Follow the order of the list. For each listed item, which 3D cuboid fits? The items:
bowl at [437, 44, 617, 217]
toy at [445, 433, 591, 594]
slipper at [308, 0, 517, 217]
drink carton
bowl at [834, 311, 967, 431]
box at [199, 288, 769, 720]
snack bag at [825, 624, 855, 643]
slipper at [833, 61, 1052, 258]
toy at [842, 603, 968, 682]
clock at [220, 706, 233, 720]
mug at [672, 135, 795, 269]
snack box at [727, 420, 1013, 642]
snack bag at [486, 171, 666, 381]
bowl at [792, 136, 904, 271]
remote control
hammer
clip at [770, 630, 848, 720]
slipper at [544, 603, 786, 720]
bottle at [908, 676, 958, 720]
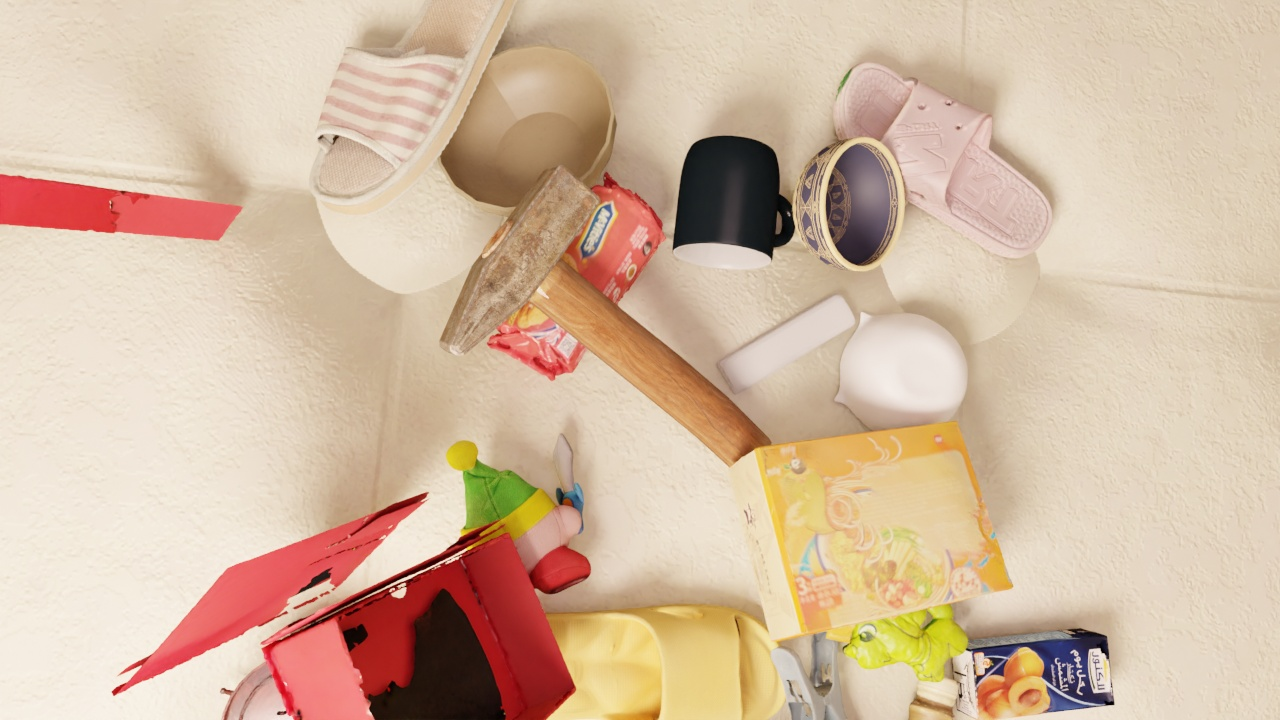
[{"bbox_3d":[-0.090,-0.183,0.766,0.152,0.050,0.152,-4,73,11],"label":"bowl"},{"bbox_3d":[-0.099,0.126,0.728,0.124,0.097,0.131,-26,69,0],"label":"toy"},{"bbox_3d":[-0.191,-0.239,0.755,0.115,0.052,0.262,22,76,27],"label":"slipper"},{"bbox_3d":[0.342,0.271,0.799,0.130,0.040,0.064,-3,85,-8],"label":"drink carton"},{"bbox_3d":[0.238,0.011,0.806,0.114,0.051,0.114,1,84,-8],"label":"bowl"},{"bbox_3d":[-0.054,0.126,0.562,0.352,0.216,0.197,-30,83,18],"label":"box"},{"bbox_3d":[0.171,0.189,0.785,0.026,0.020,0.099,12,69,-11],"label":"snack bag"},{"bbox_3d":[0.278,-0.181,0.825,0.239,0.064,0.094,36,81,-4],"label":"slipper"},{"bbox_3d":[0.224,0.234,0.782,0.094,0.036,0.093,-43,73,-12],"label":"toy"},{"bbox_3d":[-0.240,0.286,0.699,0.120,0.072,0.157,-40,90,-10],"label":"clock"},{"bbox_3d":[0.089,-0.130,0.791,0.121,0.085,0.094,12,82,-35],"label":"mug"},{"bbox_3d":[0.182,0.139,0.748,0.195,0.081,0.145,-5,70,-21],"label":"snack box"},{"bbox_3d":[-0.049,-0.065,0.764,0.082,0.082,0.176,34,81,-3],"label":"snack bag"},{"bbox_3d":[0.171,-0.135,0.800,0.112,0.061,0.112,-6,99,-39],"label":"bowl"},{"bbox_3d":[0.130,-0.016,0.813,0.130,0.012,0.033,-30,89,-10],"label":"remote control"},{"bbox_3d":[-0.004,0.004,0.730,0.300,0.037,0.157,39,79,-24],"label":"hammer"},{"bbox_3d":[0.138,0.309,0.744,0.112,0.028,0.163,0,77,-47],"label":"clip"},{"bbox_3d":[0.001,0.247,0.735,0.263,0.078,0.099,3,80,-10],"label":"slipper"},{"bbox_3d":[0.233,0.347,0.768,0.059,0.060,0.165,21,73,-5],"label":"bottle"}]
